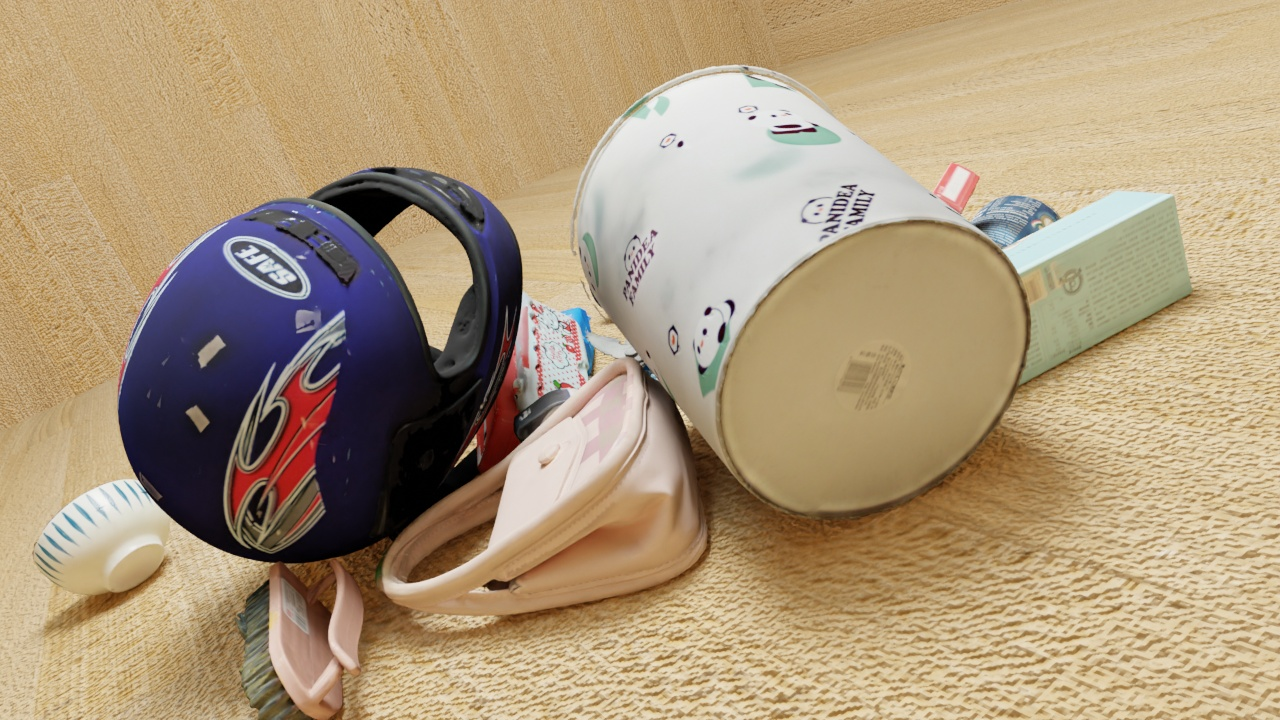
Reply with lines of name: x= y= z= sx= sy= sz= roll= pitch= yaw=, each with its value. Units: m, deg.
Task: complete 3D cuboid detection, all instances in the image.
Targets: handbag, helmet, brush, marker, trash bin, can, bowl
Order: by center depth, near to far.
brush: x=-0.211 y=0.177 z=0.582 sx=0.073 sy=0.063 sz=0.146 roll=-37 pitch=22 yaw=-11
trash bin: x=0.093 y=-0.046 z=0.587 sx=0.229 sy=0.230 sz=0.251 roll=-24 pitch=32 yaw=-4
handbag: x=-0.076 y=0.102 z=0.631 sx=0.234 sy=0.093 sz=0.193 roll=-27 pitch=17 yaw=10
helmet: x=-0.237 y=-0.003 z=0.676 sx=0.316 sy=0.247 sz=0.240 roll=-62 pitch=-15 yaw=8
can: x=0.277 y=-0.076 z=0.711 sx=0.075 sy=0.075 sz=0.110 roll=-5 pitch=24 yaw=42
marker: x=-0.166 y=0.111 z=0.785 sx=0.022 sy=0.020 sz=0.131 roll=-4 pitch=25 yaw=32
bowl: x=-0.501 y=0.178 z=0.876 sx=0.066 sy=0.117 sz=0.116 roll=37 pitch=48 yaw=17

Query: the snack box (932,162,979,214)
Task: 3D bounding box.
snack box: x=0.204 y=-0.072 z=0.704 sx=0.025 sy=0.153 sz=0.075 roll=31 pitch=40 yaw=10

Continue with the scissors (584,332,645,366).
scissors: x=0.004 y=0.003 z=0.813 sx=0.226 sy=0.015 sz=0.188 roll=-2 pitch=35 yaw=40

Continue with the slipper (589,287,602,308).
slipper: x=0.032 y=-0.102 z=1.017 sx=0.253 sy=0.105 sz=0.095 roll=-7 pitch=19 yaw=41

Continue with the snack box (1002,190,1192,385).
snack box: x=0.286 y=-0.048 z=0.624 sx=0.174 sy=0.074 sz=0.051 roll=-26 pitch=20 yaw=-11

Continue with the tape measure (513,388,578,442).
tape measure: x=-0.059 y=0.057 z=0.728 sx=0.066 sy=0.066 sz=0.033 roll=-34 pitch=23 yaw=0

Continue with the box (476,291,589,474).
box: x=-0.094 y=0.021 z=0.846 sx=0.101 sy=0.095 sz=0.201 roll=12 pitch=31 yaw=-18

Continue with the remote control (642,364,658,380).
remote control: x=0.026 y=0.009 z=0.842 sx=0.049 sy=0.024 sz=0.124 roll=-6 pitch=25 yaw=39

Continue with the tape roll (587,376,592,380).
tape roll: x=-0.072 y=0.042 z=0.881 sx=0.086 sy=0.014 sz=0.085 roll=-20 pitch=18 yaw=7

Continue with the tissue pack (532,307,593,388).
tissue pack: x=-0.097 y=-0.008 z=0.989 sx=0.095 sy=0.052 sz=0.157 roll=-19 pitch=19 yaw=5
